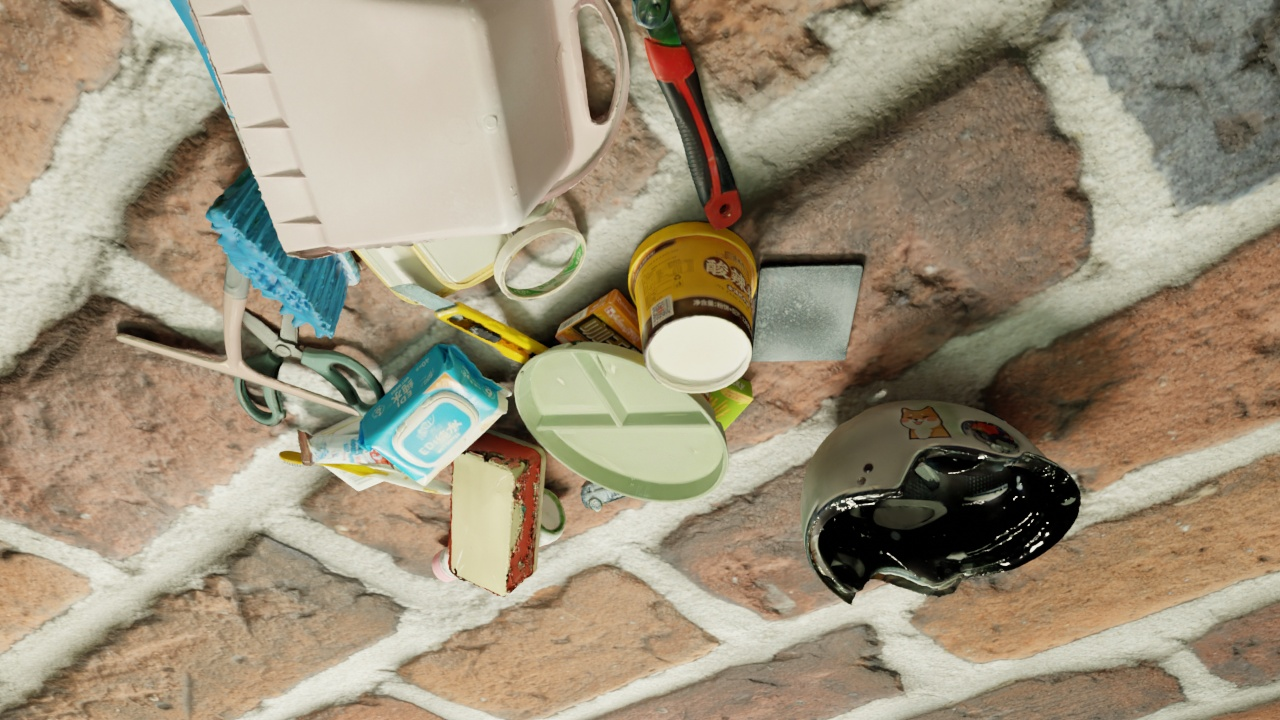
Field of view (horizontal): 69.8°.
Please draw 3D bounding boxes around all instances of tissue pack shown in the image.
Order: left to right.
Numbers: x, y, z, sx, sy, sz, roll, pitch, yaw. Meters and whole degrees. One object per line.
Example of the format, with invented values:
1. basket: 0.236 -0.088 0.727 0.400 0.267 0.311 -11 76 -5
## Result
1. tissue pack: -0.207 0.055 0.922 0.140 0.063 0.090 -43 125 5

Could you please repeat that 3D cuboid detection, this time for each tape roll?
1. tape roll: -0.088 -0.088 0.810 0.085 0.014 0.086 -25 149 -16

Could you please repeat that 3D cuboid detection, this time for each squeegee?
1. squeegee: -0.369 -0.060 0.841 0.247 0.040 0.250 18 128 -5

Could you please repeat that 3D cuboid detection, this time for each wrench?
1. wrench: 0.028 -0.207 0.710 0.056 0.016 0.273 -35 133 -3

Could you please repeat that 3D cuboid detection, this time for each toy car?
1. toy car: -0.027 0.143 1.051 0.091 0.042 0.034 -20 98 25

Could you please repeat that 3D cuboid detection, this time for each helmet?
1. helmet: 0.289 0.128 0.955 0.274 0.156 0.230 -7 134 -8

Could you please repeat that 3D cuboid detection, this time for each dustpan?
1. dustpan: -0.155 -0.196 0.684 0.274 0.138 0.223 6 129 13

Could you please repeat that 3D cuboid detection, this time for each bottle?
1. bottle: -0.177 0.217 1.109 0.197 0.068 0.068 -32 127 32

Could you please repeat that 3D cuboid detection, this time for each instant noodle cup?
1. instant noodle cup: 0.048 -0.043 0.814 0.118 0.114 0.119 0 134 0

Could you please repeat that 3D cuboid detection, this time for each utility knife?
1. utility knife: -0.151 -0.030 0.849 0.033 0.015 0.208 -28 149 23

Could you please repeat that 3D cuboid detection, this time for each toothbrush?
1. toothbrush: -0.301 0.126 1.014 0.191 0.016 0.018 14 144 -12

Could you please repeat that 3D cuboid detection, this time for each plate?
1. plate: -0.018 0.063 0.916 0.230 0.027 0.231 18 142 14

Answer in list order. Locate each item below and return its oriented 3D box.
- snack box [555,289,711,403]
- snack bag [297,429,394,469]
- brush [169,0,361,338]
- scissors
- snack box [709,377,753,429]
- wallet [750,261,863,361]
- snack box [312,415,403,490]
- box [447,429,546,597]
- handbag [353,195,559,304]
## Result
1. snack box: -0.005 0.005 0.902 0.075 0.026 0.154 -29 116 30
2. snack bag: -0.312 0.095 0.976 0.104 0.026 0.048 2 121 -1
3. brush: -0.313 -0.154 0.734 0.061 0.109 0.315 11 148 27
4. scissors: -0.357 0.021 0.940 0.182 0.019 0.170 -31 121 28
5. snack box: 0.043 0.065 0.982 0.085 0.026 0.157 21 131 -20
6. wallet: 0.157 -0.045 0.880 0.097 0.019 0.121 -1 133 -1
7. snack box: -0.280 0.089 1.006 0.157 0.026 0.085 -23 130 21
8. box: -0.161 0.170 0.998 0.091 0.075 0.168 16 115 22
9. handbag: -0.163 -0.136 0.765 0.179 0.063 0.163 -20 133 14
